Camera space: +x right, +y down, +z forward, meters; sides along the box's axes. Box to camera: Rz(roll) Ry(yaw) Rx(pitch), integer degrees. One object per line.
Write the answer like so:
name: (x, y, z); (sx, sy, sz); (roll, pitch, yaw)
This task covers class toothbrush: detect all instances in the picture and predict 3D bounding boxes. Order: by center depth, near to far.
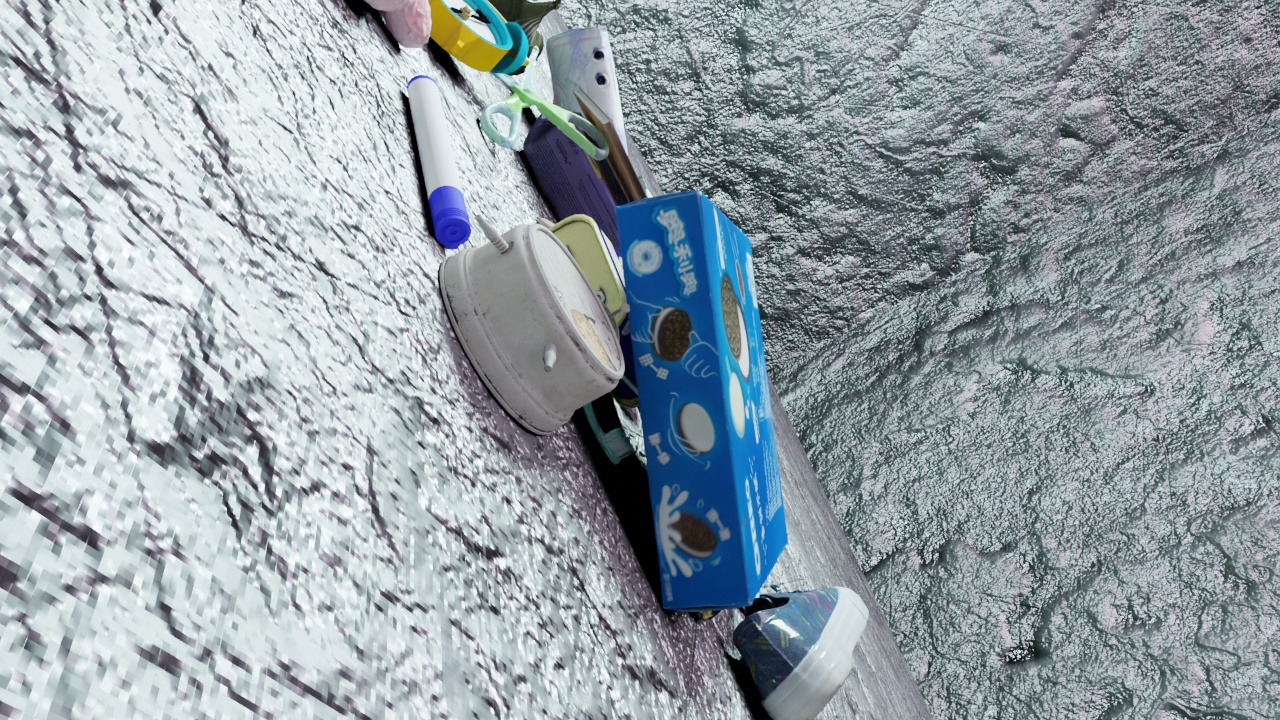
toothbrush: (-0.043, 0.004, 0.560); (0.135, 0.017, 0.022); (61, 12, -9)

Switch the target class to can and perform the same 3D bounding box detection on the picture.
can: (-0.026, -0.036, 0.655); (0.092, 0.056, 0.116); (48, 17, -53)

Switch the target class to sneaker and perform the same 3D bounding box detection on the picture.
sneaker: (0.114, 0.207, 0.693); (0.079, 0.087, 0.235); (43, 9, 14)
sneaker: (-0.112, -0.364, 0.877); (0.101, 0.143, 0.237); (61, 8, 0)

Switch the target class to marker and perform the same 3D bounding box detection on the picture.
marker: (-0.114, -0.114, 0.512); (0.020, 0.020, 0.141); (52, 13, -48)

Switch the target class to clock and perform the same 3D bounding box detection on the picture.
clock: (-0.042, -0.019, 0.487); (0.103, 0.061, 0.156); (64, 11, 13)
clock: (-0.137, -0.270, 0.727); (0.099, 0.044, 0.129); (49, 24, -4)

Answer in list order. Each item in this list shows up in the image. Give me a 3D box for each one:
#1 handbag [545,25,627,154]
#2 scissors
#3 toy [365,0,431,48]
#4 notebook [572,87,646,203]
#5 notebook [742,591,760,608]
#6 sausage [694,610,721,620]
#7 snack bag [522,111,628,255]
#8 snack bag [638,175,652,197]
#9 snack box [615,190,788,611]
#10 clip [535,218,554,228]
handbag: (-0.058, -0.277, 0.998); (0.126, 0.069, 0.159); (-132, -147, -68)
scissors: (-0.099, -0.222, 0.768); (0.171, 0.023, 0.171); (36, 43, -1)
toy: (-0.159, -0.248, 0.569); (0.105, 0.053, 0.108); (69, -2, -63)
notebook: (-0.003, -0.153, 0.883); (0.209, 0.008, 0.141); (62, 0, -31)
notebook: (0.044, 0.096, 0.795); (0.181, 0.009, 0.253); (54, 11, -39)
sausage: (0.061, 0.158, 0.638); (0.020, 0.020, 0.155); (64, 14, 12)
snack bag: (-0.042, -0.136, 0.865); (0.205, 0.058, 0.096); (63, 11, -11)
snack bag: (0.015, -0.118, 1.063); (0.041, 0.077, 0.225); (64, 9, 32)
snack box: (0.048, 0.025, 0.604); (0.195, 0.056, 0.239); (3, 80, -75)
clip: (-0.062, -0.083, 0.717); (0.026, 0.059, 0.052); (-51, 152, -79)
